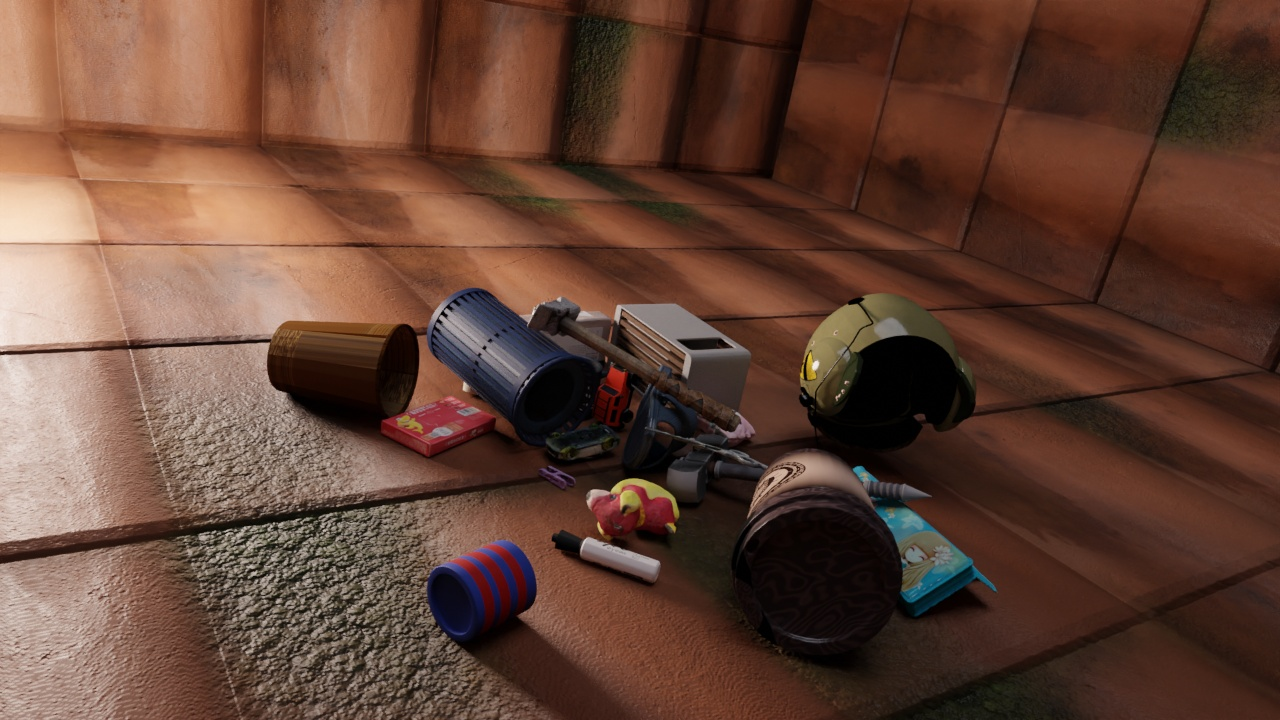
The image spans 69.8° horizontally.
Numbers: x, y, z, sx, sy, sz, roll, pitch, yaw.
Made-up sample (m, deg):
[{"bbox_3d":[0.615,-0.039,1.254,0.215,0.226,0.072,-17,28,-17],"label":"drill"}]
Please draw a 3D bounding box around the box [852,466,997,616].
[{"bbox_3d":[0.333,0.215,1.141,0.172,0.083,0.227,0,23,-24],"label":"box"}]

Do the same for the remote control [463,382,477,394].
[{"bbox_3d":[-0.246,0.025,1.426,0.038,0.018,0.125,10,19,-2],"label":"remote control"}]

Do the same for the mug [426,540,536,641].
[{"bbox_3d":[-0.167,0.223,0.899,0.112,0.075,0.076,-6,6,41],"label":"mug"}]

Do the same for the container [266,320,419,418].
[{"bbox_3d":[-0.409,0.004,1.261,0.167,0.132,0.132,8,21,8],"label":"container"}]

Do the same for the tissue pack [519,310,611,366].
[{"bbox_3d":[-0.139,-0.039,1.524,0.181,0.104,0.071,-5,24,-33],"label":"tissue pack"}]

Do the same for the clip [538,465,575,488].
[{"bbox_3d":[-0.110,0.150,1.178,0.037,0.013,0.053,-4,23,-35],"label":"clip"}]

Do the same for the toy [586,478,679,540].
[{"bbox_3d":[-0.002,0.180,1.099,0.106,0.067,0.137,25,13,27],"label":"toy"}]

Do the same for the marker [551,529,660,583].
[{"bbox_3d":[-0.040,0.217,1.023,0.126,0.025,0.025,16,22,14],"label":"marker"}]

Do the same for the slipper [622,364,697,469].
[{"bbox_3d":[0.035,0.089,1.304,0.082,0.101,0.263,27,21,-4],"label":"slipper"}]

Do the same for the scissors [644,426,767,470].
[{"bbox_3d":[0.088,0.113,1.161,0.171,0.014,0.090,15,6,-21],"label":"scissors"}]

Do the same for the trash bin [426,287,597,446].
[{"bbox_3d":[-0.192,0.000,1.311,0.139,0.139,0.249,-10,35,-43],"label":"trash bin"}]

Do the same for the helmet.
[{"bbox_3d":[0.340,0.034,1.321,0.250,0.256,0.232,8,25,-10],"label":"helmet"}]

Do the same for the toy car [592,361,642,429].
[{"bbox_3d":[-0.037,0.051,1.343,0.048,0.100,0.051,-2,21,-44],"label":"toy car"}]

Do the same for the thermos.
[{"bbox_3d":[0.190,0.194,1.013,0.173,0.173,0.225,13,15,5],"label":"thermos"}]

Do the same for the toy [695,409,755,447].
[{"bbox_3d":[0.131,0.098,1.375,0.095,0.053,0.099,10,20,-38],"label":"toy"}]

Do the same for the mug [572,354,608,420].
[{"bbox_3d":[-0.081,0.041,1.378,0.105,0.077,0.071,3,23,-19],"label":"mug"}]

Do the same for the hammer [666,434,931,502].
[{"bbox_3d":[0.203,0.153,1.180,0.323,0.043,0.155,5,18,22],"label":"hammer"}]

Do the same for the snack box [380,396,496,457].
[{"bbox_3d":[-0.272,0.087,1.247,0.089,0.021,0.132,22,24,27],"label":"snack box"}]

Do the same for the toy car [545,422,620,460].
[{"bbox_3d":[-0.080,0.115,1.254,0.105,0.033,0.048,-10,31,-34],"label":"toy car"}]

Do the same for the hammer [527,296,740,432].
[{"bbox_3d":[-0.007,0.007,1.237,0.319,0.049,0.121,30,10,8],"label":"hammer"}]

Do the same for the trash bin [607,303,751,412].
[{"bbox_3d":[0.057,-0.001,1.501,0.114,0.115,0.229,-3,25,-32],"label":"trash bin"}]
